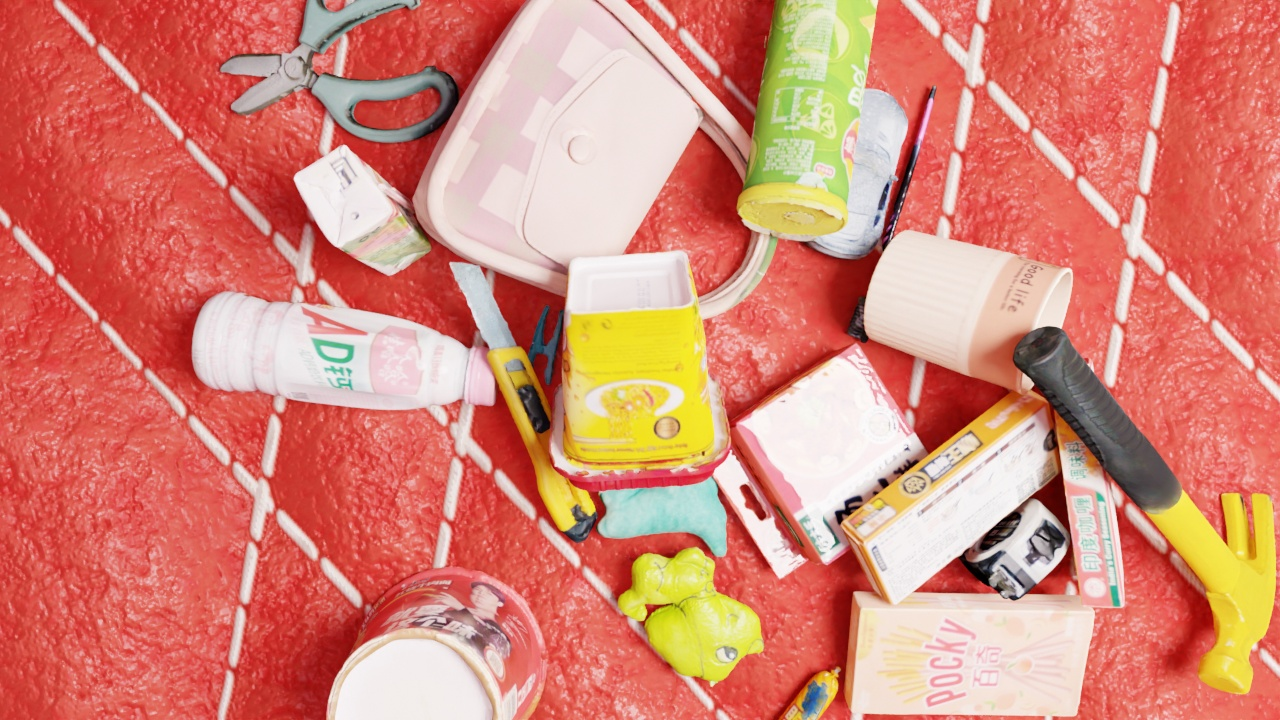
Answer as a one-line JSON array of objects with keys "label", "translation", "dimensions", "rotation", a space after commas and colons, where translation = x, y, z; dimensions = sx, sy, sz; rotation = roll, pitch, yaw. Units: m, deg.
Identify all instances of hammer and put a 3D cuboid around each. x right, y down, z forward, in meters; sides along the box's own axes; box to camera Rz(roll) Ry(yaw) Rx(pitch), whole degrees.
[{"label": "hammer", "translation": [0.324, 0.083, 0.574], "dimensions": [0.300, 0.033, 0.128], "rotation": [42, 65, -24]}]

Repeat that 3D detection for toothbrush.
[{"label": "toothbrush", "translation": [0.179, -0.104, 0.648], "dimensions": [0.018, 0.014, 0.189], "rotation": [16, 90, 10]}]

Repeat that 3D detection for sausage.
[{"label": "sausage", "translation": [0.089, 0.280, 0.644], "dimensions": [0.021, 0.021, 0.165], "rotation": [37, 90, 0]}]

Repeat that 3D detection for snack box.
[{"label": "snack box", "translation": [0.223, 0.201, 0.629], "dimensions": [0.157, 0.026, 0.084], "rotation": [0, 108, 0]}, {"label": "snack box", "translation": [0.299, 0.078, 0.614], "dimensions": [0.027, 0.077, 0.155], "rotation": [-8, 90, 27]}, {"label": "snack box", "translation": [0.207, 0.089, 0.601], "dimensions": [0.153, 0.026, 0.075], "rotation": [-36, 127, -6]}, {"label": "snack box", "translation": [0.121, 0.070, 0.625], "dimensions": [0.127, 0.044, 0.113], "rotation": [-33, 90, -8]}]

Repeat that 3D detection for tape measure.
[{"label": "tape measure", "translation": [0.254, 0.126, 0.620], "dimensions": [0.066, 0.065, 0.033], "rotation": [-44, 89, 2]}]

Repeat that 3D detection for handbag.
[{"label": "handbag", "translation": [-0.015, -0.120, 0.625], "dimensions": [0.234, 0.093, 0.193], "rotation": [30, 90, -10]}]

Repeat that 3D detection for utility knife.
[{"label": "utility knife", "translation": [-0.077, 0.031, 0.618], "dimensions": [0.033, 0.015, 0.216], "rotation": [-32, 109, -31]}]

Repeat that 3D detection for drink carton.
[{"label": "drink carton", "translation": [-0.175, -0.095, 0.597], "dimensions": [0.045, 0.122, 0.053], "rotation": [-34, 88, -2]}]

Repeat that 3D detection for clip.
[{"label": "clip", "translation": [-0.068, -0.011, 0.650], "dimensions": [0.047, 0.014, 0.057], "rotation": [16, 89, 2]}]

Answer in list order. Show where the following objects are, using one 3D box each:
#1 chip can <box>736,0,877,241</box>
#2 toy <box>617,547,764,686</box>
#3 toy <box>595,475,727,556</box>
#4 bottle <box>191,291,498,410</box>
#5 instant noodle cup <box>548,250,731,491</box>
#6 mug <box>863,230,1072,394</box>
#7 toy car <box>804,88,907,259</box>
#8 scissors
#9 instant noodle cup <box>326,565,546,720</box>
[{"label": "chip can", "translation": [0.115, -0.194, 0.603], "dimensions": [0.072, 0.072, 0.221], "rotation": [10, 81, 0]}, {"label": "toy", "translation": [0.034, 0.178, 0.638], "dimensions": [0.097, 0.031, 0.100], "rotation": [-8, 98, 5]}, {"label": "toy", "translation": [0.012, 0.095, 0.641], "dimensions": [0.092, 0.030, 0.096], "rotation": [-8, 87, -3]}, {"label": "bottle", "translation": [-0.195, -0.001, 0.627], "dimensions": [0.197, 0.068, 0.068], "rotation": [9, 90, -3]}, {"label": "instant noodle cup", "translation": [-0.003, 0.003, 0.582], "dimensions": [0.116, 0.116, 0.124], "rotation": [-3, 122, 0]}, {"label": "mug", "translation": [0.220, -0.040, 0.605], "dimensions": [0.106, 0.114, 0.082], "rotation": [22, 126, 31]}, {"label": "toy car", "translation": [0.150, -0.130, 0.638], "dimensions": [0.054, 0.037, 0.120], "rotation": [15, 87, 1]}, {"label": "scissors", "translation": [-0.205, -0.200, 0.649], "dimensions": [0.177, 0.019, 0.171], "rotation": [-35, 90, -1]}, {"label": "instant noodle cup", "translation": [-0.135, 0.213, 0.603], "dimensions": [0.138, 0.108, 0.138], "rotation": [0, 89, 0]}]
